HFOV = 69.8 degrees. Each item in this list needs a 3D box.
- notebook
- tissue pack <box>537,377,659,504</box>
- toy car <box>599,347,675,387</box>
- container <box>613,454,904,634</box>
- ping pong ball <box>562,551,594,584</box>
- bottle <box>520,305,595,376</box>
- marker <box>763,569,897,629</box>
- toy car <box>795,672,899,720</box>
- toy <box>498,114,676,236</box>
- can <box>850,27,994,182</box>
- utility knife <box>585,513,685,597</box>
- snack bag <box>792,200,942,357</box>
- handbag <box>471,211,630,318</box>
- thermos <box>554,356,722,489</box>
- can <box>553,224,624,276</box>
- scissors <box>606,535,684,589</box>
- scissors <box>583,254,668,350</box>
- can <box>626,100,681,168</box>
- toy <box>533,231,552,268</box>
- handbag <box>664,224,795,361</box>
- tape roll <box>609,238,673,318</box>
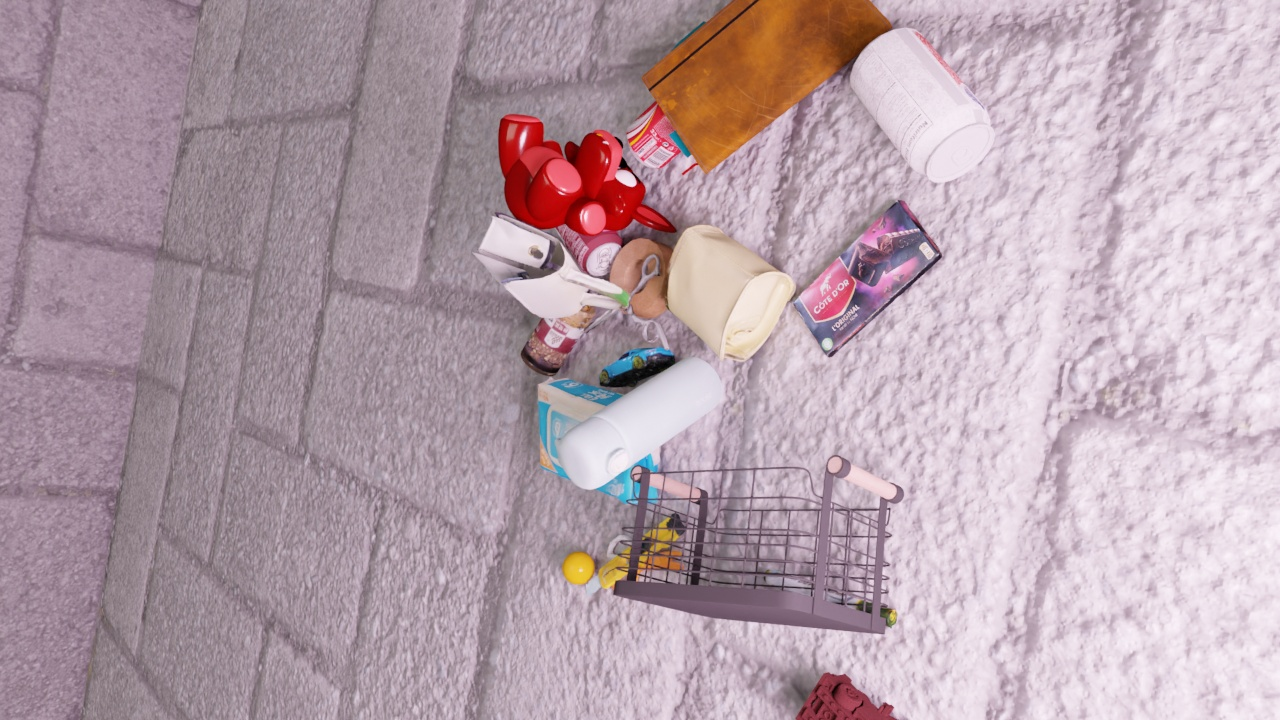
[{"bbox_3d":[0.116,-0.328,0.986,0.250,0.014,0.178,-37,58,15],"label":"notebook"},{"bbox_3d":[-0.057,0.092,1.101,0.210,0.065,0.117,16,111,47],"label":"tissue pack"},{"bbox_3d":[-0.006,0.006,1.087,0.106,0.048,0.032,-26,66,41],"label":"toy car"},{"bbox_3d":[0.105,0.170,0.853,0.242,0.162,0.130,-9,65,42],"label":"container"},{"bbox_3d":[-0.076,0.254,1.123,0.040,0.040,0.040,-9,77,44],"label":"ping pong ball"},{"bbox_3d":[-0.107,-0.037,1.188,0.105,0.056,0.056,-55,50,24],"label":"bottle"},{"bbox_3d":[0.180,0.228,0.888,0.147,0.017,0.017,8,89,45],"label":"marker"},{"bbox_3d":[0.220,0.350,0.797,0.170,0.061,0.070,41,112,41],"label":"toy car"},{"bbox_3d":[-0.065,-0.209,1.072,0.158,0.196,0.121,53,129,36],"label":"toy"},{"bbox_3d":[0.256,-0.234,0.840,0.078,0.078,0.136,-45,55,31],"label":"can"},{"bbox_3d":[-0.009,0.230,1.063,0.176,0.017,0.030,-45,43,32],"label":"utility knife"},{"bbox_3d":[0.219,-0.078,0.897,0.156,0.018,0.074,-48,55,31],"label":"snack bag"},{"bbox_3d":[-0.097,-0.090,1.069,0.176,0.151,0.074,23,81,11],"label":"handbag"},{"bbox_3d":[0.001,0.064,0.957,0.078,0.206,0.065,15,122,38],"label":"thermos"},{"bbox_3d":[-0.069,-0.163,1.165,0.063,0.063,0.114,-53,51,26],"label":"can"},{"bbox_3d":[0.005,0.228,1.068,0.132,0.012,0.073,-25,67,41],"label":"scissors"},{"bbox_3d":[-0.013,-0.058,1.084,0.142,0.014,0.171,-52,47,24],"label":"scissors"},{"bbox_3d":[0.037,-0.278,1.076,0.105,0.064,0.064,-35,60,36],"label":"can"},{"bbox_3d":[-0.145,-0.129,1.257,0.080,0.036,0.100,30,100,53],"label":"toy"},{"bbox_3d":[0.088,-0.073,0.987,0.119,0.081,0.111,43,121,38],"label":"handbag"},{"bbox_3d":[0.005,-0.099,1.106,0.094,0.027,0.094,-9,77,44],"label":"tape roll"}]
